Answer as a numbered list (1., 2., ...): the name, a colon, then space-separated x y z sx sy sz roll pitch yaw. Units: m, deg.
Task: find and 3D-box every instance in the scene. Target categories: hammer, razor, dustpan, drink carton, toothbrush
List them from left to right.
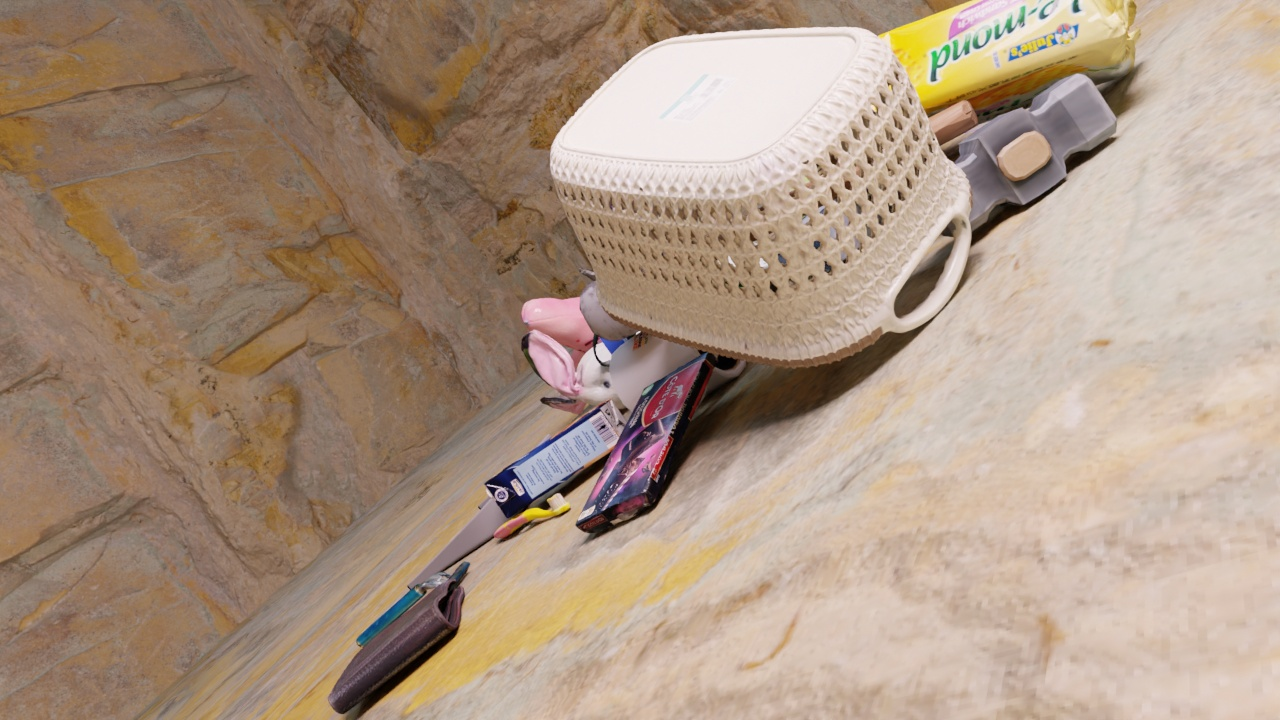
1. razor: -0.212 0.223 0.831 0.144 0.022 0.042 -37 6 24
2. dustpan: -0.129 0.129 0.950 0.258 0.033 0.162 -36 7 29
3. toothbrush: -0.098 0.137 0.802 0.021 0.016 0.136 -36 3 -39
4. drink carton: -0.074 0.088 0.832 0.130 0.040 0.064 -34 -1 11
5. hammer: 0.094 -0.106 0.697 0.329 0.052 0.097 -26 13 29
6. hammer: 0.249 -0.150 0.718 0.117 0.051 0.322 -35 4 9

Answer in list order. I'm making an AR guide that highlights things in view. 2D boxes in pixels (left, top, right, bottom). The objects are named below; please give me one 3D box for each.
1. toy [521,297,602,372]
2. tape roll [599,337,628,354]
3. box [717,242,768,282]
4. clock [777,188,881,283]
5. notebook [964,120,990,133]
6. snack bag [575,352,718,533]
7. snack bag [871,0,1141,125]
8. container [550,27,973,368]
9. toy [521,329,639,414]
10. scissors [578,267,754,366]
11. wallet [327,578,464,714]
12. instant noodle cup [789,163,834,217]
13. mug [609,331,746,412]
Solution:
1. toy: -0.035 -0.042 1.107 0.236 0.096 0.193 3 -31 -34
2. tape roll: -0.005 0.005 0.859 0.016 0.093 0.091 -39 -30 3
3. box: 0.103 -0.086 0.980 0.126 0.075 0.196 -10 11 37
4. clock: 0.173 -0.114 0.873 0.130 0.052 0.090 -41 5 24
5. notebook: 0.241 -0.247 0.906 0.171 0.022 0.209 -17 28 -11
6. snack bag: 0.007 0.056 0.652 0.075 0.018 0.154 -32 20 39
7. snack bag: 0.235 -0.214 0.682 0.248 0.068 0.159 -14 1 28
8. container: 0.063 -0.107 0.566 0.246 0.143 0.184 16 59 45
9. toy: -0.012 0.008 1.007 0.205 0.131 0.105 -21 47 -11
10. scissors: 0.012 -0.043 0.887 0.205 0.201 0.015 -43 42 45
11. wallet: -0.181 0.213 0.699 0.099 0.031 0.120 -37 4 -6
12. instant noodle cup: 0.185 -0.177 0.969 0.099 0.108 0.099 -38 7 5
13. mug: 0.029 0.011 0.757 0.090 0.073 0.105 -34 34 38
